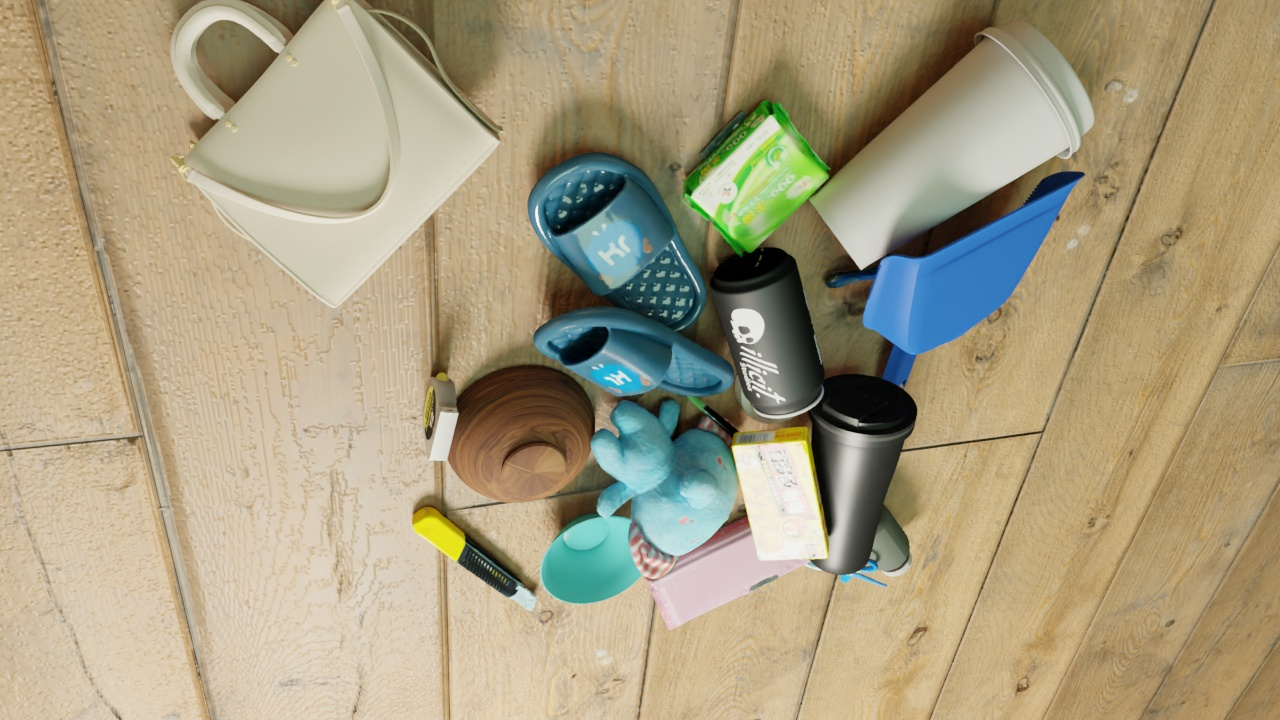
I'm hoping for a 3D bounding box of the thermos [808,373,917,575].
[{"bbox_3d":[0.221,0.124,0.968,0.105,0.105,0.219,-10,124,-15],"label":"thermos"}]

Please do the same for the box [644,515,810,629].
[{"bbox_3d":[0.119,0.224,1.064,0.232,0.041,0.098,-25,120,-5],"label":"box"}]

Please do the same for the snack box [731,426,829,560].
[{"bbox_3d":[0.144,0.138,0.936,0.075,0.025,0.152,-6,118,18],"label":"snack box"}]

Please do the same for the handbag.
[{"bbox_3d":[-0.229,-0.169,0.643,0.195,0.101,0.198,-43,114,9],"label":"handbag"}]

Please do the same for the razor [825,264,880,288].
[{"bbox_3d":[0.249,-0.090,0.915,0.140,0.018,0.044,-8,146,-13],"label":"razor"}]

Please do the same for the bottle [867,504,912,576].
[{"bbox_3d":[0.288,0.216,1.106,0.060,0.060,0.108,-37,127,5],"label":"bottle"}]

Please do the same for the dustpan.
[{"bbox_3d":[0.297,-0.051,0.902,0.245,0.059,0.258,-26,141,-28],"label":"dustpan"}]

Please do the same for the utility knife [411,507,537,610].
[{"bbox_3d":[-0.166,0.212,0.953,0.029,0.020,0.198,-35,126,5],"label":"utility knife"}]

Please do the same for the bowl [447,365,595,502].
[{"bbox_3d":[-0.106,0.084,0.861,0.147,0.068,0.147,-10,125,-15],"label":"bowl"}]

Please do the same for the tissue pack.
[{"bbox_3d":[0.100,-0.159,0.804,0.114,0.034,0.099,-44,128,12],"label":"tissue pack"}]

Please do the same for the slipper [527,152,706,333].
[{"bbox_3d":[-0.007,-0.093,0.790,0.104,0.059,0.213,-40,129,5],"label":"slipper"}]

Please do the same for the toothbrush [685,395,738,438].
[{"bbox_3d":[0.105,0.080,0.936,0.188,0.014,0.017,41,131,-15],"label":"toothbrush"}]

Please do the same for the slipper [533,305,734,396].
[{"bbox_3d":[-0.005,0.005,0.835,0.213,0.059,0.104,20,154,-37],"label":"slipper"}]

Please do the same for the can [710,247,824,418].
[{"bbox_3d":[0.120,-0.025,0.855,0.080,0.080,0.146,-23,116,-6],"label":"can"}]

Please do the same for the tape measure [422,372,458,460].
[{"bbox_3d":[-0.178,0.048,0.812,0.016,0.065,0.064,5,122,-24],"label":"tape measure"}]

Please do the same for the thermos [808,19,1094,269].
[{"bbox_3d":[0.262,-0.179,0.804,0.222,0.131,0.131,-37,127,14],"label":"thermos"}]

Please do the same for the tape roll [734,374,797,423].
[{"bbox_3d":[0.144,0.022,0.948,0.094,0.019,0.094,-10,124,-15],"label":"tape roll"}]

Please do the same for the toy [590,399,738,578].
[{"bbox_3d":[0.031,0.113,0.904,0.183,0.115,0.180,-54,125,-18],"label":"toy"}]

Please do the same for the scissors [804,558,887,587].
[{"bbox_3d":[0.247,0.256,1.119,0.125,0.016,0.125,12,155,12],"label":"scissors"}]

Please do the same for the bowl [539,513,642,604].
[{"bbox_3d":[-0.052,0.197,0.970,0.121,0.046,0.121,-10,125,-15],"label":"bowl"}]
